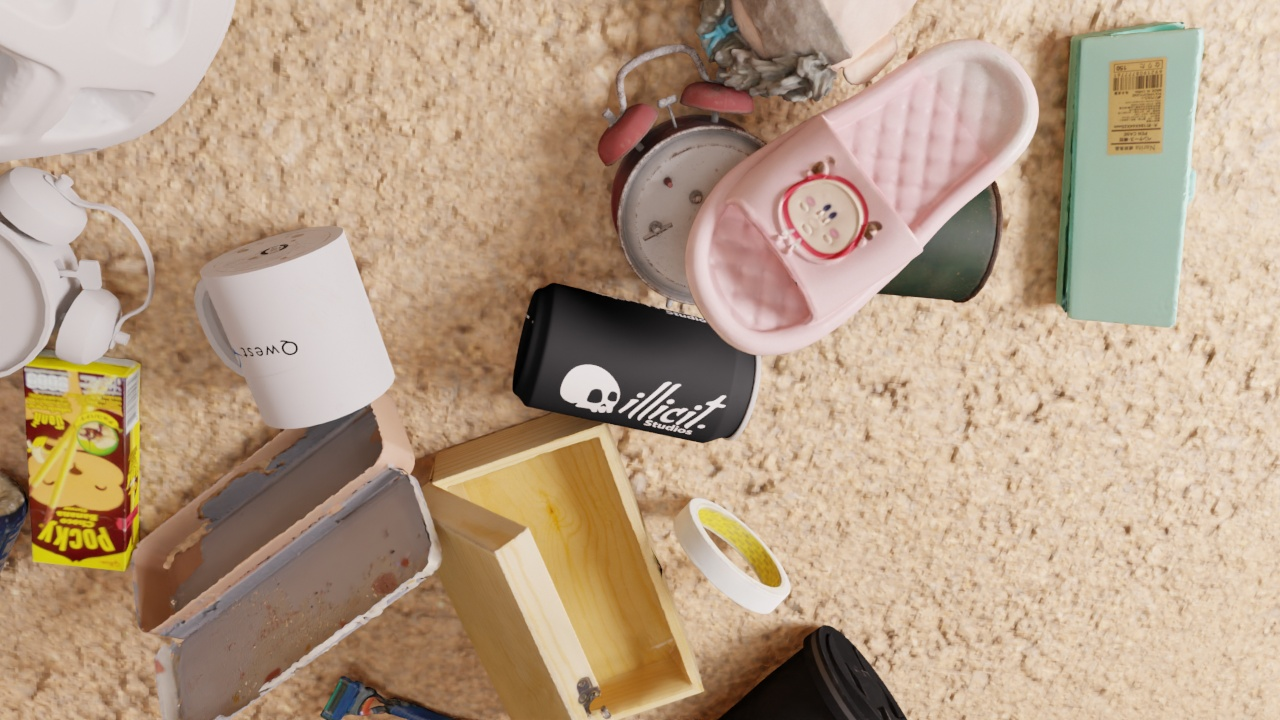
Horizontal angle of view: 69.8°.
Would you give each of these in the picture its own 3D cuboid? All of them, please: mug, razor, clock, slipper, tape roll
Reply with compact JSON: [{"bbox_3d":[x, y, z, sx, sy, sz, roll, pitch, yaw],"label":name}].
[{"bbox_3d":[0.168,-0.095,0.576,0.081,0.085,0.111,4,81,-7],"label":"mug"},{"bbox_3d":[-0.177,0.282,0.723,0.141,0.018,0.044,25,107,-20],"label":"razor"},{"bbox_3d":[-0.368,-0.048,0.533,0.159,0.061,0.120,-8,114,-2],"label":"clock"},{"bbox_3d":[0.119,-0.095,0.503,0.221,0.055,0.107,-38,85,1],"label":"slipper"},{"bbox_3d":[0.032,-0.109,0.557,0.110,0.061,0.157,-20,114,2],"label":"clock"},{"bbox_3d":[0.065,0.137,0.649,0.094,0.094,0.019,36,104,-19],"label":"tape roll"},{"bbox_3d":[-0.221,-0.021,0.561,0.120,0.082,0.096,-1,117,25],"label":"mug"}]

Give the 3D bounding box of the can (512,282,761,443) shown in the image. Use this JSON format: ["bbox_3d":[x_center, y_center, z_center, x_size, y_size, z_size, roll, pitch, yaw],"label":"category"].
[{"bbox_3d":[-0.004,0.003,0.590,0.146,0.080,0.080,13,111,-12],"label":"can"}]

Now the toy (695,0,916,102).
[{"bbox_3d":[0.109,-0.223,0.512,0.176,0.076,0.133,-29,98,8],"label":"toy"}]

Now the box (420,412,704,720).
[{"bbox_3d":[-0.058,0.178,0.637,0.142,0.184,0.249,-10,114,20],"label":"box"}]

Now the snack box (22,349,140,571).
[{"bbox_3d":[-0.365,0.068,0.603,0.061,0.025,0.149,9,112,-10],"label":"snack box"}]

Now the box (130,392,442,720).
[{"bbox_3d":[-0.229,0.126,0.583,0.216,0.150,0.043,-36,141,8],"label":"box"}]

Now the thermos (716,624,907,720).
[{"bbox_3d":[0.100,0.309,0.729,0.219,0.105,0.106,-40,112,16],"label":"thermos"}]

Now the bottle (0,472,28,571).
[{"bbox_3d":[-0.461,0.145,0.608,0.056,0.056,0.161,28,107,-17],"label":"bottle"}]

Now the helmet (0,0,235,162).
[{"bbox_3d":[-0.333,-0.227,0.406,0.225,0.183,0.282,-28,88,20],"label":"helmet"}]

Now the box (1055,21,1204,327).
[{"bbox_3d":[0.313,-0.112,0.581,0.077,0.079,0.189,-8,114,-3],"label":"box"}]
